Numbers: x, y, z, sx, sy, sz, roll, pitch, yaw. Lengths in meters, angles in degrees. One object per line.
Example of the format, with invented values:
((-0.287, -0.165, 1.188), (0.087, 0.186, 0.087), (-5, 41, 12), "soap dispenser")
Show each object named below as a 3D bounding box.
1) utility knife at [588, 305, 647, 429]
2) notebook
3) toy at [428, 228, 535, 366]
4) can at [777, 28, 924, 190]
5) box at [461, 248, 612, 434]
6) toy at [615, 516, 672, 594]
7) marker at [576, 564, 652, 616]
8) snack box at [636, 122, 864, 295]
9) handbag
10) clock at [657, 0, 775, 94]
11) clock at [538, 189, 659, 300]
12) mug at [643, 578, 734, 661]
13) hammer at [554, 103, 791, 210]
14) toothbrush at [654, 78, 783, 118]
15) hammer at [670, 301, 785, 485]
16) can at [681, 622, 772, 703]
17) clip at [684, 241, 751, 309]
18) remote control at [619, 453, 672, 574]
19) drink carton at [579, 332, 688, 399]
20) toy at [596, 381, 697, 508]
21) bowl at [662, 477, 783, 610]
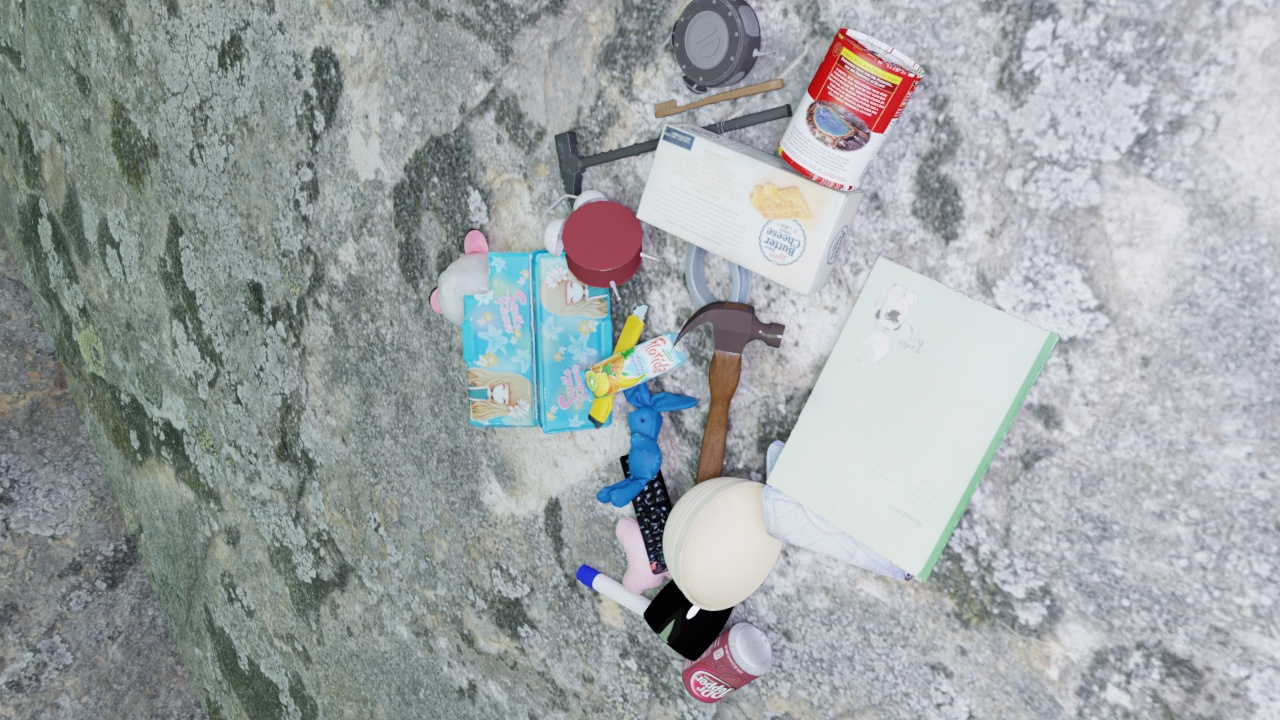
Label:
((-0.027, 0.007, 1.114), (0.030, 0.017, 0.163), (31, 107, 35), "utility knife")
((0.246, 0.052, 0.862), (0.182, 0.010, 0.253), (31, 103, 31), "notebook")
((-0.191, -0.064, 1.219), (0.213, 0.084, 0.142), (46, 128, 19), "toy")
((0.188, -0.226, 0.832), (0.086, 0.086, 0.117), (44, 126, 24), "can")
((-0.126, -0.022, 1.123), (0.056, 0.185, 0.227), (-119, 27, -72), "box")
((0.017, 0.243, 1.143), (0.096, 0.052, 0.099), (-7, 93, 25), "toy")
((-0.030, 0.310, 1.223), (0.133, 0.023, 0.027), (19, 136, 37), "marker")
((0.105, -0.155, 0.921), (0.208, 0.057, 0.104), (28, 114, 24), "snack box")
((0.206, 0.149, 0.940), (0.159, 0.069, 0.126), (14, 113, 35), "handbag")
((0.076, -0.323, 0.934), (0.123, 0.043, 0.091), (-16, 92, 44), "clock")
((-0.051, -0.141, 1.061), (0.137, 0.096, 0.048), (40, 163, 16), "clock")
((0.063, 0.285, 1.096), (0.085, 0.119, 0.100), (40, 90, -12), "mug")
((0.027, -0.236, 1.023), (0.326, 0.015, 0.095), (-3, 100, 42), "hammer")
((0.078, -0.276, 0.964), (0.167, 0.016, 0.016), (0, 108, 42), "toothbrush")
((0.082, 0.086, 1.038), (0.115, 0.033, 0.324), (11, 117, 10), "hammer")
((0.101, 0.362, 1.093), (0.063, 0.063, 0.114), (56, 131, 15), "can")
((0.090, -0.125, 0.991), (0.108, 0.027, 0.163), (-12, 94, 41), "clip")
((0.017, 0.183, 1.121), (0.047, 0.022, 0.150), (-17, 74, 3), "remote control")
((-0.006, 0.006, 1.077), (0.129, 0.038, 0.044), (-23, 85, 18), "drink carton")
((0.005, 0.093, 1.086), (0.113, 0.071, 0.176), (-2, 66, 49), "toy")
((0.081, 0.191, 1.016), (0.075, 0.150, 0.151), (25, 118, 49), "bowl")
